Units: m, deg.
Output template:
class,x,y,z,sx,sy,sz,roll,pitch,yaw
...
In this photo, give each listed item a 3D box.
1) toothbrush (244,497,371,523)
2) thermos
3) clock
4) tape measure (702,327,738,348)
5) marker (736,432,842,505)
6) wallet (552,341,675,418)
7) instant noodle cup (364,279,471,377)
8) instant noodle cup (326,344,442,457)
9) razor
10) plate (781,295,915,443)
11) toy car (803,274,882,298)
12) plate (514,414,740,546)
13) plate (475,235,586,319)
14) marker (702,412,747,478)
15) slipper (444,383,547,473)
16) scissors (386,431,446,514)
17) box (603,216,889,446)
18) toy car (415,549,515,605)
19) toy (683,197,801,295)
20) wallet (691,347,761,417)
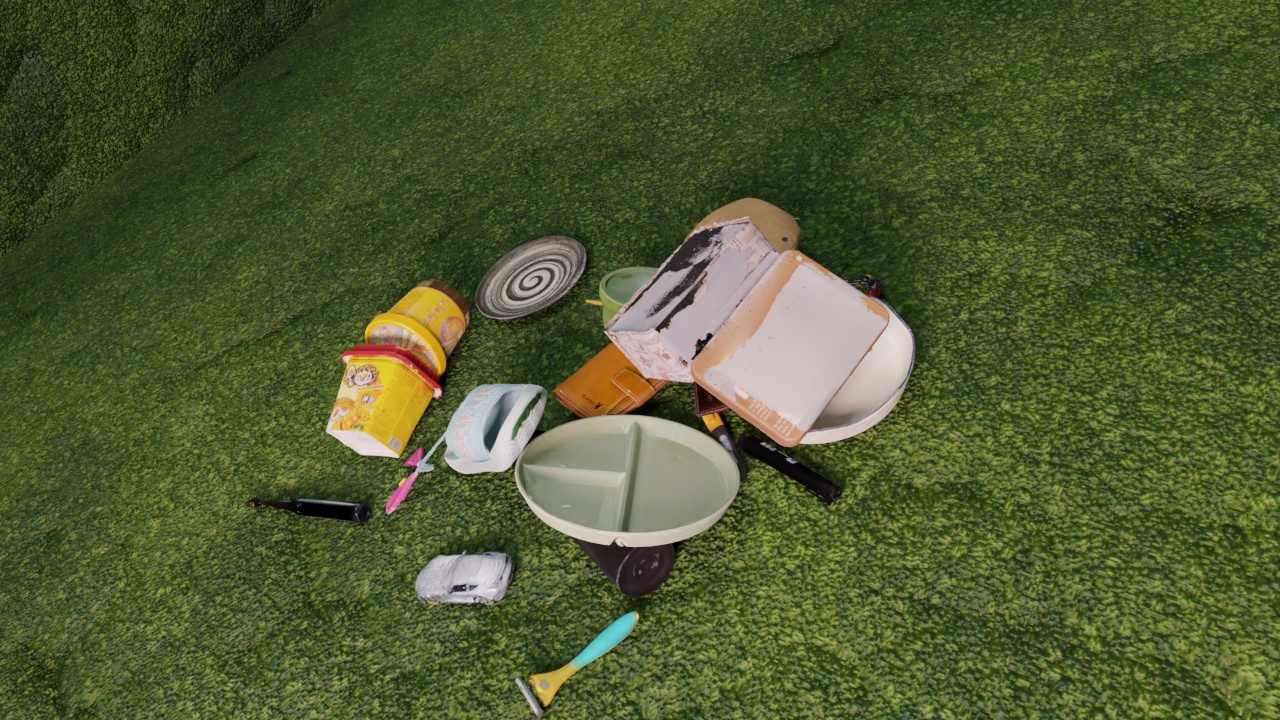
class,x,y,z,sx,sy,sz,roll,pitch,yaw
toothbrush,-0.434,0.189,1.183,0.213,0.026,0.027,-1,9,29
thermos,-0.050,0.148,0.979,0.089,0.068,0.242,-28,38,-21
clock,0.017,-0.059,1.117,0.115,0.056,0.161,-20,39,-34
tape measure,0.106,-0.020,1.095,0.055,0.025,0.058,12,58,35
marker,0.150,0.110,0.940,0.132,0.020,0.022,30,91,44
wallet,-0.022,0.027,1.095,0.130,0.035,0.119,-40,44,-20
instant noodle cup,-0.306,-0.045,1.290,0.119,0.118,0.114,-1,40,29
instant noodle cup,-0.344,0.056,1.214,0.116,0.116,0.123,1,60,29
razor,-0.054,0.281,0.870,0.132,0.028,0.043,-37,64,-5
plate,0.196,0.010,0.998,0.205,0.045,0.204,-16,41,14
toy car,0.228,-0.080,1.077,0.106,0.031,0.049,1,20,27
plate,-0.013,0.120,0.940,0.230,0.027,0.229,2,26,-1
plate,-0.158,-0.117,1.348,0.180,0.024,0.179,-17,40,15
marker,0.089,0.084,1.005,0.018,0.015,0.123,-32,42,6
slipper,-0.180,0.073,1.052,0.246,0.074,0.103,-24,33,59
scissors,-0.272,0.129,1.130,0.133,0.017,0.131,-51,19,12
box,0.101,-0.043,0.956,0.272,0.133,0.179,28,70,40
toy car,-0.192,0.234,0.993,0.121,0.037,0.054,-10,44,25
toy,0.136,-0.135,1.134,0.143,0.082,0.226,-46,30,0
wallet,0.115,0.010,0.995,0.122,0.020,0.096,-18,41,18
